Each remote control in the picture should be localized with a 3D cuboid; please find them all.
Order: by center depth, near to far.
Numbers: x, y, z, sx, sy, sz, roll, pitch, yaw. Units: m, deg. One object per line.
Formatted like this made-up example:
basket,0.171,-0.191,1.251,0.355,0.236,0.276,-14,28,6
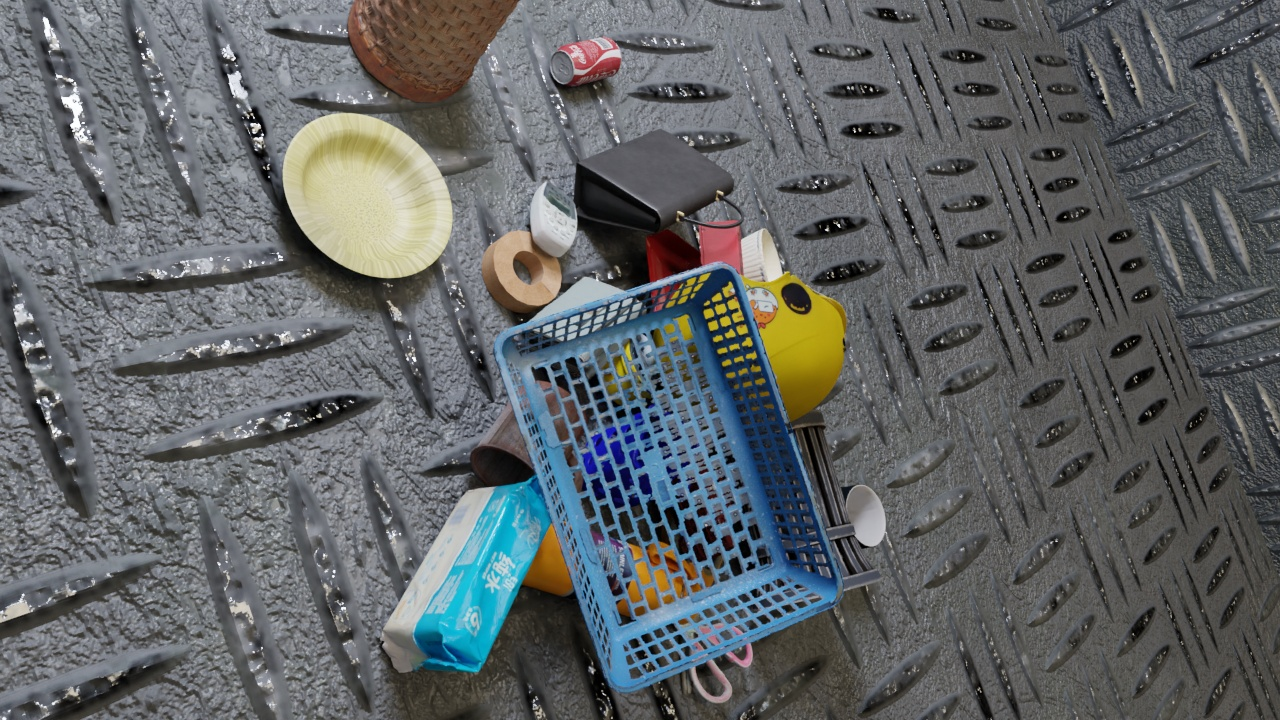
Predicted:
remote control,-0.106,-0.171,1.113,0.060,0.028,0.114,37,30,-27

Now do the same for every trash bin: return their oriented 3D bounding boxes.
trash bin,-0.210,-0.402,1.012,0.151,0.211,0.151,15,65,-36
trash bin,0.194,0.186,1.172,0.164,0.165,0.227,-1,71,-41

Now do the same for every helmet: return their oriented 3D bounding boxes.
helmet,0.134,0.011,1.064,0.240,0.210,0.139,8,51,-11

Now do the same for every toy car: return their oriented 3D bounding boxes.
toy car,0.064,0.161,1.103,0.061,0.070,0.169,20,41,-52

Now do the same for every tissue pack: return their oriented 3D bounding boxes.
tissue pack,-0.162,0.201,0.885,0.066,0.117,0.208,44,50,-26

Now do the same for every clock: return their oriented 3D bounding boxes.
clock,-0.007,0.007,1.126,0.083,0.057,0.118,59,26,-15

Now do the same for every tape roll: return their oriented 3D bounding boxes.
tape roll,-0.140,-0.105,1.083,0.094,0.027,0.093,16,64,-36

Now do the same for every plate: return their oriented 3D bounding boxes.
plate,-0.291,-0.168,0.971,0.184,0.036,0.184,16,63,-36

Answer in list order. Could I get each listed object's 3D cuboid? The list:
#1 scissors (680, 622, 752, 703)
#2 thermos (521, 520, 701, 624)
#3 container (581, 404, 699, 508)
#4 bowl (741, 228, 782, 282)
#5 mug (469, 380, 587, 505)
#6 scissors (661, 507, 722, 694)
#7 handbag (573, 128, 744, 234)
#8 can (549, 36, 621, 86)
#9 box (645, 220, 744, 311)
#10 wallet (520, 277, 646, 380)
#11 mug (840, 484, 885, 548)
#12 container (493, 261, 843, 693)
scissors,0.055,0.330,1.078,0.178,0.016,0.101,41,61,-15
thermos,-0.033,0.229,0.994,0.232,0.092,0.076,25,55,-28
container,-0.004,0.115,1.055,0.084,0.114,0.084,35,54,-26
bowl,0.160,-0.124,1.306,0.115,0.063,0.115,-12,90,-70
mug,-0.106,0.097,0.989,0.123,0.096,0.110,44,54,-15
scissors,0.053,0.284,1.109,0.114,0.016,0.228,26,60,-30
handbag,0.046,-0.212,1.174,0.196,0.072,0.175,28,41,26
can,-0.073,-0.403,1.237,0.096,0.054,0.054,-31,95,-43
box,0.094,-0.089,1.199,0.137,0.127,0.157,26,55,-63
wallet,-0.064,-0.042,1.074,0.100,0.054,0.131,26,45,21
mug,0.264,0.207,1.264,0.121,0.095,0.085,55,47,-10
container,0.024,0.110,0.921,0.257,0.089,0.362,-19,91,-13
